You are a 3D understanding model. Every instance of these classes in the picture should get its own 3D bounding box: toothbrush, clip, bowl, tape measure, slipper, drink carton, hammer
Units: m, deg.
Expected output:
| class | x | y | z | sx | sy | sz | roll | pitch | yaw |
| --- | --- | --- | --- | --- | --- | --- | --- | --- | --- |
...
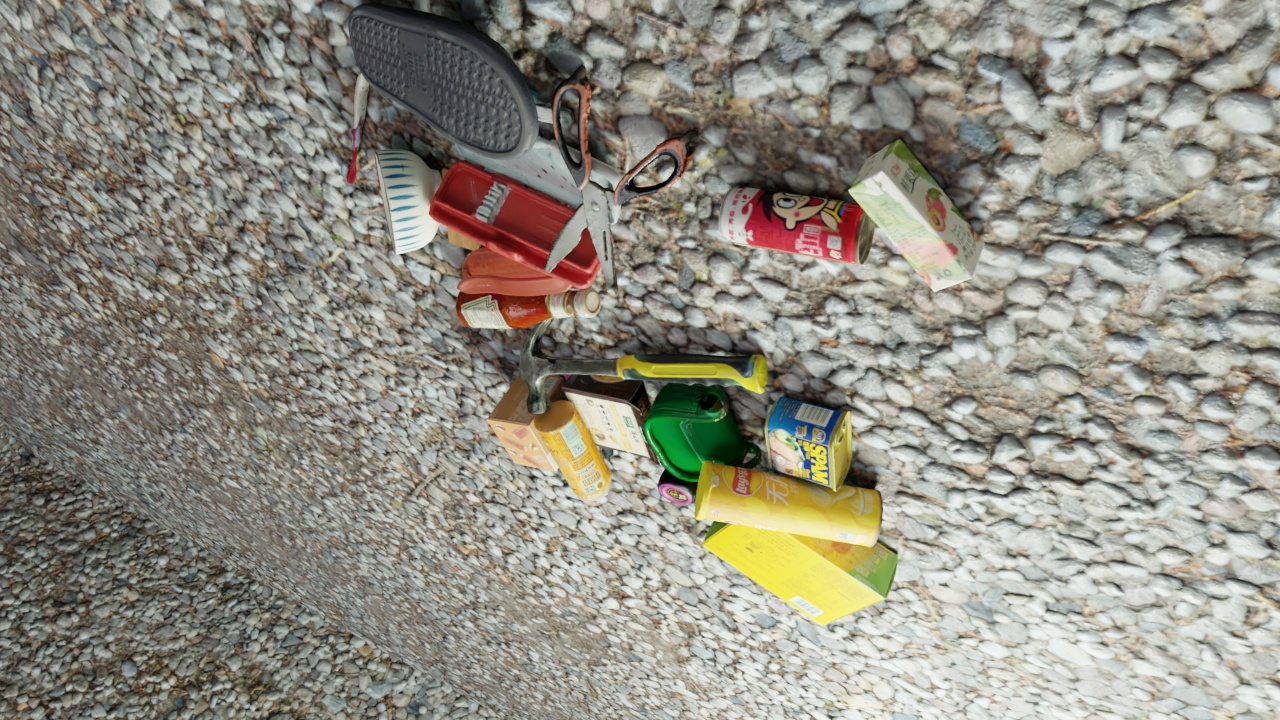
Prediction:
| class | x | y | z | sx | sy | sz | roll | pitch | yaw |
| --- | --- | --- | --- | --- | --- | --- | --- | --- | --- |
| toothbrush | -0.328 | -0.266 | 1.053 | 0.017 | 0.016 | 0.188 | 42 | 145 | 4 |
| clip | -0.092 | -0.243 | 0.897 | 0.058 | 0.043 | 0.027 | 19 | 140 | 6 |
| toothbrush | -0.077 | 0.069 | 1.260 | 0.014 | 0.017 | 0.189 | 5 | 135 | 36 |
| bowl | -0.256 | -0.182 | 1.036 | 0.066 | 0.116 | 0.117 | -11 | 145 | -15 |
| tape measure | 0.054 | 0.170 | 1.263 | 0.058 | 0.039 | 0.057 | 42 | 144 | -21 |
| slipper | -0.176 | -0.282 | 0.876 | 0.268 | 0.083 | 0.111 | 32 | 138 | 31 |
| drink carton | 0.231 | -0.120 | 0.769 | 0.122 | 0.053 | 0.046 | 44 | 144 | -15 |
| hammer | -0.006 | 0.006 | 1.091 | 0.324 | 0.031 | 0.126 | 1 | 106 | 28 |

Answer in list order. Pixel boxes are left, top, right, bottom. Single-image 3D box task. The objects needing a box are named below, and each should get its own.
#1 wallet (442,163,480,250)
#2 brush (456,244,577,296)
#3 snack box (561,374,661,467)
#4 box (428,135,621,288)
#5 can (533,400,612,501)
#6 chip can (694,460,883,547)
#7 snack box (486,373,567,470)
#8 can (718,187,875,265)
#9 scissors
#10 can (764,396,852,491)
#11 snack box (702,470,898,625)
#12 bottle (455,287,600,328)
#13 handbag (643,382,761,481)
| class | x | y | z | sx | sy | sz | roll | pitch | yaw |
| --- | --- | --- | --- | --- | --- | --- | --- | --- | --- |
| wallet | -0.179 | -0.165 | 1.057 | 0.101 | 0.020 | 0.115 | 20 | 141 | 13 |
| brush | -0.136 | -0.102 | 1.031 | 0.146 | 0.069 | 0.063 | -1 | 133 | 19 |
| snack box | -0.028 | 0.073 | 1.195 | 0.126 | 0.053 | 0.113 | 10 | 139 | 29 |
| box | -0.118 | -0.174 | 0.964 | 0.201 | 0.073 | 0.155 | 26 | 117 | 11 |
| can | -0.088 | 0.121 | 1.219 | 0.058 | 0.058 | 0.146 | 5 | 136 | 33 |
| chip can | 0.174 | 0.171 | 1.092 | 0.213 | 0.071 | 0.072 | 10 | 143 | -1 |
| snack box | -0.140 | 0.083 | 1.259 | 0.077 | 0.092 | 0.094 | 5 | 137 | 34 |
| can | 0.141 | -0.124 | 0.833 | 0.133 | 0.053 | 0.053 | 14 | 141 | 25 |
| scissors | -0.040 | -0.171 | 0.891 | 0.226 | 0.015 | 0.189 | -36 | 100 | 30 |
| can | 0.193 | 0.094 | 1.052 | 0.083 | 0.057 | 0.102 | 14 | 141 | 27 |
| snack box | 0.209 | 0.252 | 1.217 | 0.210 | 0.069 | 0.158 | 34 | 145 | -2 |
| bottle | -0.135 | -0.068 | 1.099 | 0.206 | 0.059 | 0.060 | 1 | 134 | 38 |
| handbag | 0.075 | 0.088 | 1.124 | 0.120 | 0.067 | 0.131 | -3 | 132 | 38 |
